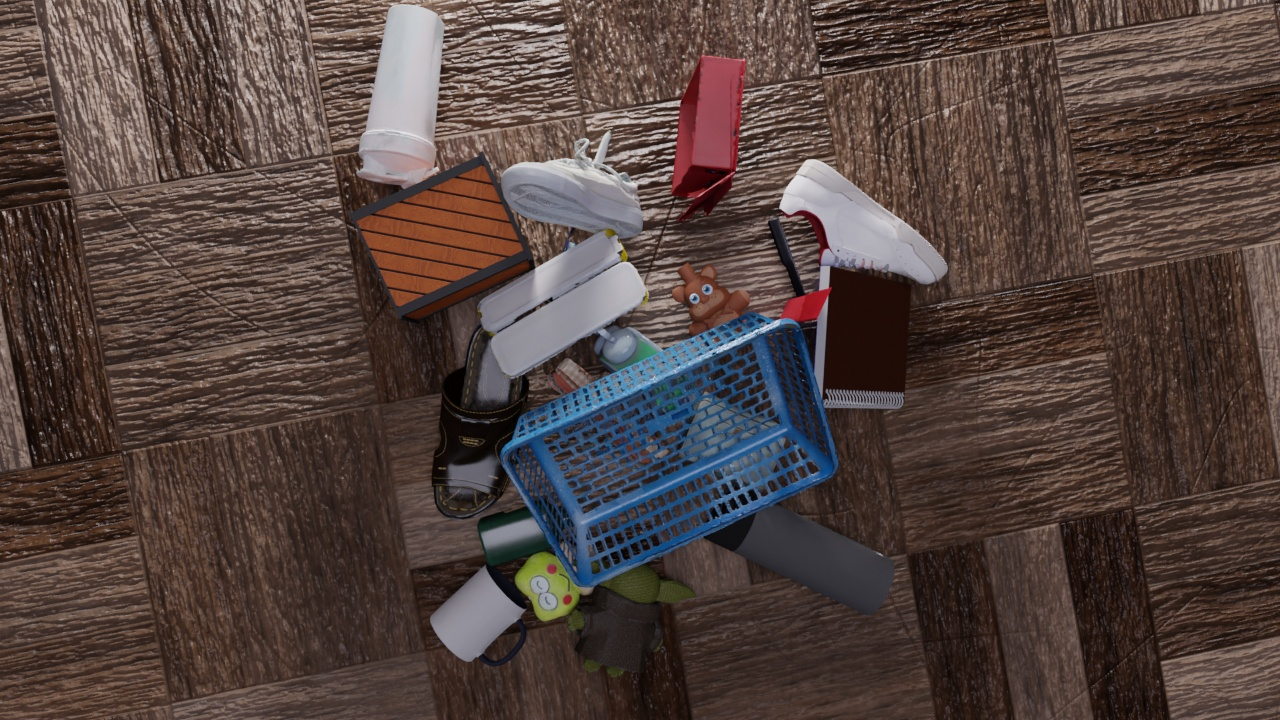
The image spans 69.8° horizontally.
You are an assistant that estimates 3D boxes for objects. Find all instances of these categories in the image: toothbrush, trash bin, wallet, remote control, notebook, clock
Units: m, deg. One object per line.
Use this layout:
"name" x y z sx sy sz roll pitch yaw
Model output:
"toothbrush" -0.071 -0.218 1.224 0.017 0.016 0.189 20 89 -14
"trash bin" -0.240 -0.148 1.148 0.171 0.140 0.139 -25 92 -4
"wallet" 0.122 0.107 1.220 0.131 0.054 0.100 21 79 0
"remote control" 0.201 -0.126 1.238 0.015 0.032 0.136 -20 92 7
"notebook" 0.289 -0.024 1.184 0.208 0.022 0.171 4 90 -47
"clock" -0.007 0.007 1.172 0.161 0.122 0.075 41 86 -15

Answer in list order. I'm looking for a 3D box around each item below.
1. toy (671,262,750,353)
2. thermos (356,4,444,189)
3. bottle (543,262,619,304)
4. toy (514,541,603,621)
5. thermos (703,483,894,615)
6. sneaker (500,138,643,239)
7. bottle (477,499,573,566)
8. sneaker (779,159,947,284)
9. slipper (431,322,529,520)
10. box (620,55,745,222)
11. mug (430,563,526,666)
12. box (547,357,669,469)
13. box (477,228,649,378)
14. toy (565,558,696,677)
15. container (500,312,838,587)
"toy" 0.094 -0.074 1.213 0.095 0.065 0.127 -37 90 10
"thermos" -0.297 -0.332 1.169 0.099 0.099 0.220 8 86 -5
"bottle" -0.076 -0.100 1.203 0.105 0.056 0.056 -44 93 -3
"toy" -0.103 0.285 1.209 0.115 0.046 0.092 -32 94 -12
"thermos" 0.208 0.248 1.213 0.240 0.082 0.082 26 88 -4
"sneaker" -0.083 -0.219 1.136 0.090 0.241 0.090 -10 79 34
"bottle" -0.141 0.218 1.197 0.131 0.061 0.061 -16 94 -4
"sneaker" 0.286 -0.158 1.220 0.236 0.090 0.104 36 96 -5
"slipper" -0.206 0.077 1.184 0.113 0.076 0.268 13 89 -4
"box" 0.078 -0.275 1.135 0.153 0.214 0.164 -40 92 -3
"mug" -0.197 0.336 1.179 0.097 0.078 0.112 -43 74 -3
"box" -0.044 0.070 1.202 0.187 0.083 0.042 43 72 -2
"box" -0.101 -0.074 1.152 0.210 0.036 0.129 -29 62 5
"toy" -0.026 0.335 1.197 0.179 0.078 0.152 20 83 -21
"container" 0.037 0.098 1.100 0.362 0.089 0.257 -24 126 -1
